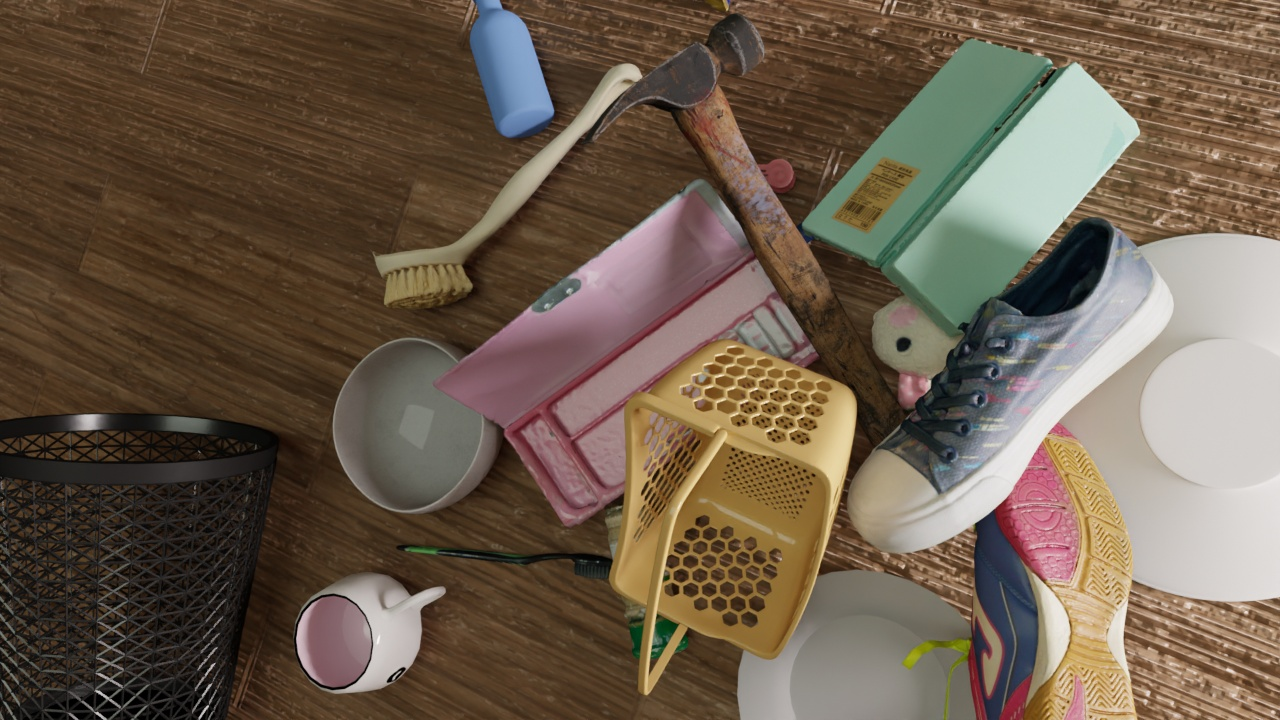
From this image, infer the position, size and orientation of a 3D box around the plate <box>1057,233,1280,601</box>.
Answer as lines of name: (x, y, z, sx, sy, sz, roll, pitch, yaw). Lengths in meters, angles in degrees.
plate: (0.352, 0.033, 0.560, 0.230, 0.030, 0.229, -2, 85, 19)

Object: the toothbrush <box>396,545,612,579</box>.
toothbrush: (-0.110, 0.156, 0.719, 0.188, 0.014, 0.017, 0, 93, 19)

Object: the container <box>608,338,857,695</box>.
container: (0.048, 0.103, 0.559, 0.129, 0.166, 0.184, 23, 133, 19)

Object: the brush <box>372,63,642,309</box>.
brush: (-0.102, -0.133, 0.722, 0.272, 0.062, 0.077, -41, 91, 7)

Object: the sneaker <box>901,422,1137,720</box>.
sneaker: (0.227, 0.148, 0.558, 0.116, 0.091, 0.241, 9, 66, -10)

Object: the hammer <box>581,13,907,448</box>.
hammer: (0.097, -0.040, 0.577, 0.120, 0.033, 0.330, -35, 103, -6)

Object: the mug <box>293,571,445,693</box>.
mug: (-0.202, 0.204, 0.713, 0.124, 0.076, 0.090, -30, 77, 14)

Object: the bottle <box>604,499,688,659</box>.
bottle: (0.003, 0.158, 0.665, 0.043, 0.042, 0.110, -17, 80, 17)

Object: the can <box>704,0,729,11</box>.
can: (0.053, -0.303, 0.654, 0.054, 0.099, 0.059, 41, 96, 16)

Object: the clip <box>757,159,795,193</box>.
clip: (0.086, -0.135, 0.677, 0.059, 0.041, 0.023, 6, 91, 9)

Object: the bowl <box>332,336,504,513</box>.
bowl: (-0.166, 0.051, 0.719, 0.132, 0.064, 0.131, -2, 85, 19)

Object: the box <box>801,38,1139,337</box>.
box: (0.212, -0.122, 0.594, 0.138, 0.056, 0.187, 39, 81, 14)

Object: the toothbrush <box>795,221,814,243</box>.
toothbrush: (0.086, -0.069, 0.667, 0.190, 0.017, 0.016, -37, 78, 13)

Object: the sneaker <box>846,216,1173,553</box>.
sneaker: (0.203, 0.010, 0.539, 0.235, 0.087, 0.079, -43, 118, -2)

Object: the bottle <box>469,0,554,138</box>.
bottle: (-0.109, -0.246, 0.732, 0.048, 0.048, 0.131, -21, 79, 16)

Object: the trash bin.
trash bin: (-0.411, 0.179, 0.726, 0.217, 0.216, 0.243, 7, 94, 19)

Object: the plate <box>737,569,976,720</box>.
plate: (0.153, 0.228, 0.620, 0.173, 0.019, 0.172, -2, 85, 19)

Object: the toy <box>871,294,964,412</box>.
toy: (0.199, -0.019, 0.611, 0.087, 0.050, 0.112, 4, 93, 19)

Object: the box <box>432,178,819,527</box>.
box: (-0.005, -0.004, 0.647, 0.233, 0.075, 0.173, -35, 112, 11)
